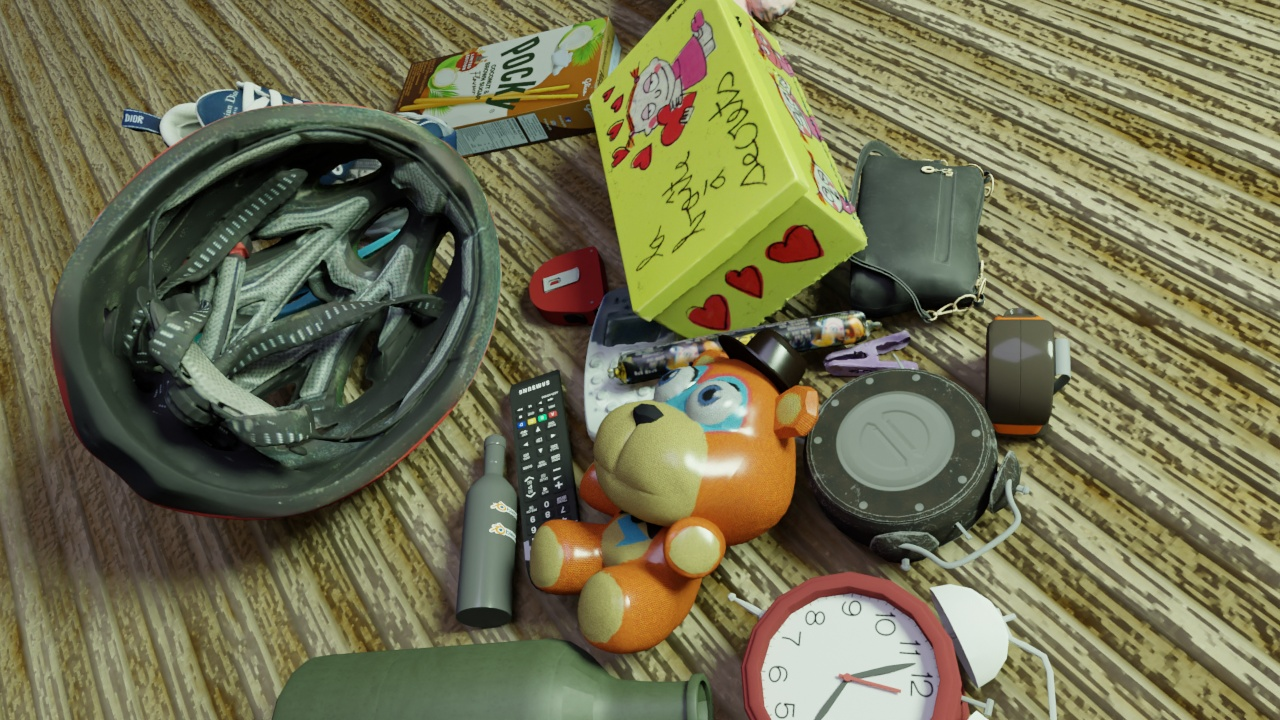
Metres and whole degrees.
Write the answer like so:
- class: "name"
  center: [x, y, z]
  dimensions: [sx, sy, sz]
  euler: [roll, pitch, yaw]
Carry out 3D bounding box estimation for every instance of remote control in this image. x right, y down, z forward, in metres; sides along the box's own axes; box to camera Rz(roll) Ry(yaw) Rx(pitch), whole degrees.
- class: "remote control"
  center: [-0.055, 0.064, 0.540]
  dimensions: [0.033, 0.015, 0.146]
  euler: [-19, 51, 9]
- class: "remote control"
  center: [-0.003, 0.003, 0.555]
  dimensions: [0.060, 0.028, 0.114]
  euler: [-4, 54, 19]

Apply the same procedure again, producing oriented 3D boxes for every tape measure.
- class: "tape measure"
  center: [0.192, 0.004, 0.456]
  dimensions: [0.038, 0.059, 0.058]
  euler: [1, 59, 20]
- class: "tape measure"
  center: [-0.049, -0.047, 0.616]
  dimensions: [0.051, 0.019, 0.059]
  euler: [-17, 51, 10]

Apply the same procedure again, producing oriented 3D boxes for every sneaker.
- class: "sneaker"
  center: [-0.269, -0.164, 0.702]
  dimensions: [0.270, 0.132, 0.103]
  euler: [8, 82, 30]

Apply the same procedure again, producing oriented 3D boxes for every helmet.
- class: "helmet"
  center: [-0.209, -0.032, 0.560]
  dimensions: [0.271, 0.217, 0.167]
  euler: [-48, 15, -19]

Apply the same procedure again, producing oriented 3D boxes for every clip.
- class: "clip"
  center: [0.132, 0.002, 0.511]
  dimensions: [0.051, 0.014, 0.045]
  euler: [-30, 53, -5]
- class: "clip"
  center: [-0.232, -0.062, 0.701]
  dimensions: [0.120, 0.027, 0.103]
  euler: [-13, 49, 13]

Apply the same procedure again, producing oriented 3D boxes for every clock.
- class: "clock"
  center: [0.131, 0.054, 0.452]
  dimensions: [0.091, 0.044, 0.122]
  euler: [-32, 49, -1]
- class: "clock"
  center: [0.104, 0.142, 0.396]
  dimensions: [0.138, 0.048, 0.096]
  euler: [-3, 55, 22]

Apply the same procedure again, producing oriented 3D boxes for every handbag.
- class: "handbag"
  center: [0.161, -0.074, 0.529]
  dimensions: [0.079, 0.054, 0.128]
  euler: [2, 54, 19]

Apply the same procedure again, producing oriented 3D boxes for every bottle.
- class: "bottle"
  center: [-0.086, 0.092, 0.523]
  dimensions: [0.030, 0.030, 0.112]
  euler: [-13, 52, 13]
- class: "bottle"
  center: [-0.069, 0.170, 0.433]
  dimensions: [0.207, 0.071, 0.071]
  euler: [-9, 53, 16]

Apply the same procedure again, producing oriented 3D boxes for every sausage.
- class: "sausage"
  center: [0.057, -0.008, 0.515]
  dimensions: [0.155, 0.020, 0.020]
  euler: [-10, 52, 4]

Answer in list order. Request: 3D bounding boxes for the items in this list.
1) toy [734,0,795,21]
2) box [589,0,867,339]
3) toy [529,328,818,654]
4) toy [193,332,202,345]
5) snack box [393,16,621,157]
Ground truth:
- class: "toy"
  center: [0.081, -0.296, 0.723]
  dimensions: [0.108, 0.053, 0.105]
  euler: [-17, 55, 11]
- class: "box"
  center: [0.044, -0.123, 0.562]
  dimensions: [0.125, 0.080, 0.220]
  euler: [-38, 40, 30]
- class: "toy"
  center: [0.022, 0.061, 0.460]
  dimensions: [0.175, 0.096, 0.112]
  euler: [-43, 30, -15]
- class: "toy"
  center: [-0.358, 0.008, 0.677]
  dimensions: [0.130, 0.072, 0.193]
  euler: [-34, 41, -4]
- class: "snack box"
  center: [-0.113, -0.221, 0.761]
  dimensions: [0.186, 0.032, 0.100]
  euler: [-6, 54, 18]
